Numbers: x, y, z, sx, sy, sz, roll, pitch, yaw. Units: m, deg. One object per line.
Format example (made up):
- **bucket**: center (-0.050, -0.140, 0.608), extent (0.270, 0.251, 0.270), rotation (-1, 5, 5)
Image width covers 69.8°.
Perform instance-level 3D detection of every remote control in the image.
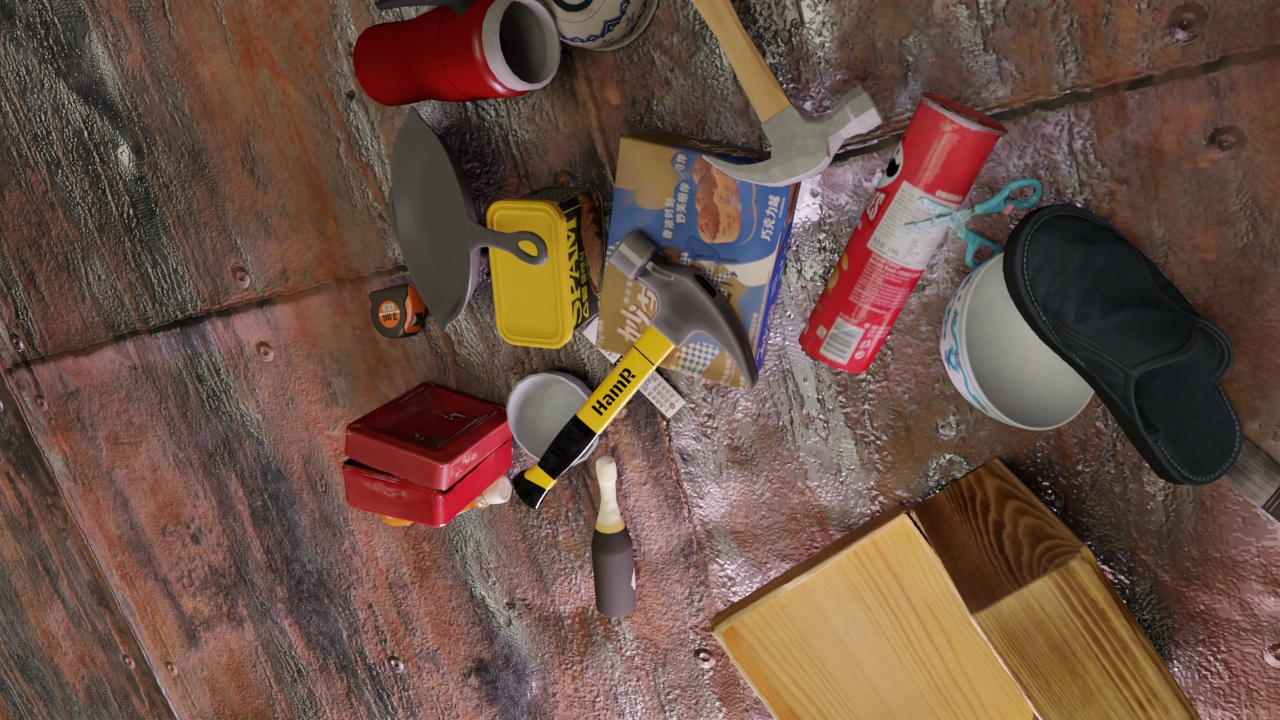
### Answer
- **remote control**: center (-0.006, 0.005, 0.931), extent (0.124, 0.011, 0.028), rotation (45, 120, 1)

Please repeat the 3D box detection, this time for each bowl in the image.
- **bowl**: center (0.295, -0.015, 0.749), extent (0.144, 0.143, 0.074), rotation (60, 159, -8)
- **bowl**: center (-0.046, -0.325, 0.788), extent (0.116, 0.059, 0.116), rotation (8, 113, 20)
- **bowl**: center (-0.085, 0.056, 0.969), extent (0.106, 0.039, 0.106), rotation (8, 113, 20)

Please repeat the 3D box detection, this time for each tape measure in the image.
- **tape measure**: center (-0.261, -0.054, 1.002), extent (0.058, 0.038, 0.059), rotation (-10, 93, 25)

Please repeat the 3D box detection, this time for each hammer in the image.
- **hammer**: center (0.054, -0.289, 0.727), extent (0.131, 0.039, 0.328), rotation (-30, 87, 20)
- **hammer**: center (-0.028, 0.042, 0.869), extent (0.170, 0.034, 0.325), rotation (41, 122, 1)

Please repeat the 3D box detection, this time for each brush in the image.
- **brush**: center (0.536, 0.121, 0.751), extent (0.151, 0.012, 0.039), rotation (39, 120, 3)

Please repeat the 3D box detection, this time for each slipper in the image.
- **slipper**: center (0.388, -0.014, 0.693), extent (0.108, 0.083, 0.265), rotation (-41, 97, -11)

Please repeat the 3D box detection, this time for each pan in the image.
- **pan**: center (-0.162, -0.122, 0.841), extent (0.355, 0.024, 0.217), rotation (22, 121, 54)

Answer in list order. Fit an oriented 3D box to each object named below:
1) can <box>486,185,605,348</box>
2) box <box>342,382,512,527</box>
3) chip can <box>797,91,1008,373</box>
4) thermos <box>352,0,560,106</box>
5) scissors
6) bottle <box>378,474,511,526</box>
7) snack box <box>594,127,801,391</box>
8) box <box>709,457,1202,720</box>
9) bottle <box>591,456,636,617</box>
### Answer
- **can**: center (-0.084, -0.093, 0.871), extent (0.075, 0.104, 0.135), rotation (6, 112, 21)
- **box**: center (-0.223, 0.100, 0.978), extent (0.130, 0.157, 0.098), rotation (13, 112, 19)
- **chip can**: center (0.211, -0.099, 0.765), extent (0.073, 0.073, 0.233), rotation (28, 119, 10)
- **thermos**: center (-0.173, -0.280, 0.810), extent (0.199, 0.083, 0.108), rotation (8, 149, 39)
- **scissors**: center (0.255, -0.102, 0.733), extent (0.142, 0.015, 0.095), rotation (-9, 134, -19)
- **bottle**: center (-0.225, 0.155, 1.055), extent (0.167, 0.059, 0.059), rotation (-10, 106, 26)
- **snack box**: center (0.050, -0.093, 0.835), extent (0.155, 0.069, 0.203), rotation (17, 116, 17)
- **box**: center (0.263, 0.299, 0.798), extent (0.337, 0.285, 0.279), rotation (-36, 94, 13)
- **bottle**: center (-0.032, 0.190, 0.996), extent (0.045, 0.045, 0.185), rotation (5, 112, 21)
